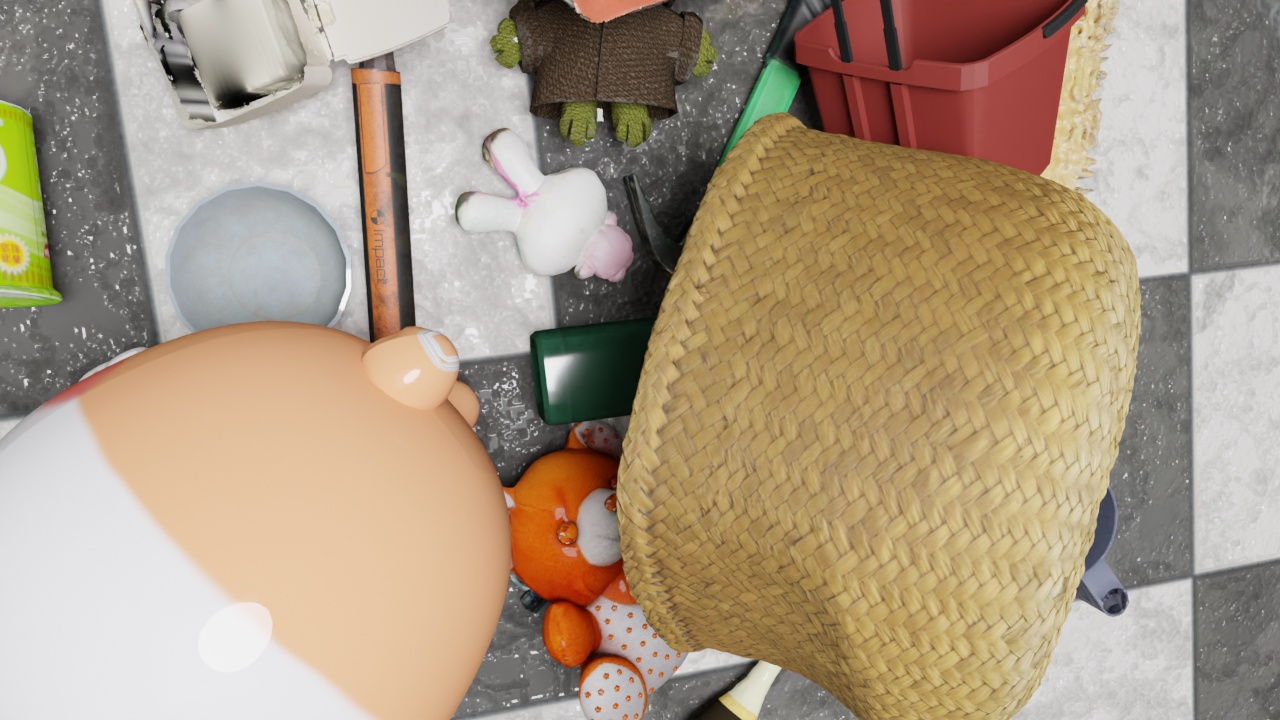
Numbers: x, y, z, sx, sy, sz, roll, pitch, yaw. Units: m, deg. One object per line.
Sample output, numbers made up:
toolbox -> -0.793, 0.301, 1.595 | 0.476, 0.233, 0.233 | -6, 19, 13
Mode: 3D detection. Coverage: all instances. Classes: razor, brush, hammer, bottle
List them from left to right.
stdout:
hammer -> -0.146, -0.151, 0.556 | 0.138, 0.035, 0.314 | 2, 102, 11
razor -> -0.112, 0.117, 0.617 | 0.144, 0.022, 0.043 | 40, 87, -13
bottle -> -0.004, 0.004, 0.606 | 0.131, 0.061, 0.061 | -7, 96, -11
bottle -> 0.062, 0.264, 0.662 | 0.045, 0.045, 0.184 | 40, 81, -14
hammer -> 0.096, -0.195, 0.619 | 0.130, 0.032, 0.319 | 25, 91, -13
brush -> 0.277, -0.183, 0.645 | 0.083, 0.056, 0.271 | 6, 95, -12

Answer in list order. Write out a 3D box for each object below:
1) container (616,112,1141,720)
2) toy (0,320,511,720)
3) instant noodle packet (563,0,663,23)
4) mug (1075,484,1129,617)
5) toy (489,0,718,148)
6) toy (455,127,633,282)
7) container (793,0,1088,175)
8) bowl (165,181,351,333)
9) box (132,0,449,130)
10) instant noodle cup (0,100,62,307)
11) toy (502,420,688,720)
container -> 0.136, 0.035, 0.498 | 0.197, 0.306, 0.307 | 13, 95, 19
toy -> -0.196, 0.101, 0.479 | 0.265, 0.263, 0.280 | 43, 77, 6
instant noodle packet -> -0.041, -0.285, 0.490 | 0.221, 0.084, 0.163 | 51, 48, 1
mug -> 0.280, 0.118, 0.658 | 0.083, 0.104, 0.124 | -40, 103, -5
toy -> -0.022, -0.211, 0.567 | 0.179, 0.078, 0.153 | 0, 96, -9
toy -> -0.058, -0.093, 0.596 | 0.122, 0.038, 0.079 | 31, 77, -13
container -> 0.171, -0.195, 0.544 | 0.126, 0.148, 0.201 | -37, 132, -22
bowl -> -0.227, -0.053, 0.560 | 0.106, 0.039, 0.106 | 0, 92, -7
box -> -0.201, -0.223, 0.517 | 0.184, 0.050, 0.143 | -12, 102, 18
instant noodle cup -> -0.376, -0.086, 0.504 | 0.099, 0.099, 0.108 | -1, 89, -12
toy -> -0.018, 0.132, 0.601 | 0.163, 0.093, 0.172 | -39, 100, -37
